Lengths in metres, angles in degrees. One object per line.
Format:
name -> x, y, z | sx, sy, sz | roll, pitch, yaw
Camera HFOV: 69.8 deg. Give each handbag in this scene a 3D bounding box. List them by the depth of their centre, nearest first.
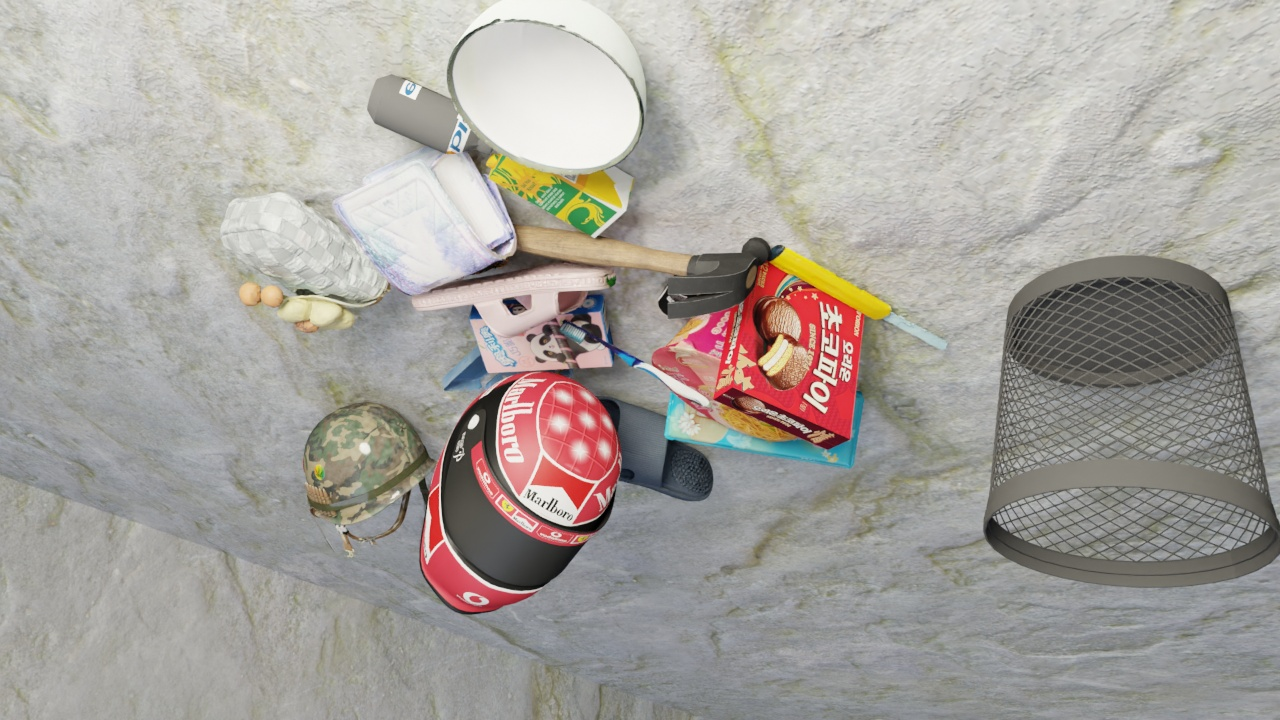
handbag -> -0.208, -0.136, 0.897 | 0.159, 0.069, 0.126 | -13, 120, 39
handbag -> -0.376, -0.100, 1.000 | 0.113, 0.123, 0.171 | 3, 155, 31

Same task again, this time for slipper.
slipper -> -0.131, -0.061, 0.971 | 0.240, 0.094, 0.064 | -4, 104, 24
slipper -> 0.021, 0.123, 1.247 | 0.263, 0.101, 0.083 | 30, 148, -33

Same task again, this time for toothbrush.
toothbrush -> -0.006, 0.006, 1.003 | 0.189, 0.017, 0.016 | 29, 164, 5

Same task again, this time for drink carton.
drink carton -> -0.074, -0.168, 0.836 | 0.122, 0.041, 0.058 | 26, 149, -23

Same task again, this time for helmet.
helmet -> -0.129, 0.135, 1.067 | 0.197, 0.270, 0.225 | 32, 129, -22
helmet -> -0.423, 0.183, 1.434 | 0.225, 0.192, 0.236 | -20, 106, 35

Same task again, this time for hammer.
hammer -> -0.040, -0.103, 0.885 | 0.306, 0.132, 0.040 | 12, 122, 21

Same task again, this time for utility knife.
utility knife -> 0.221, -0.059, 0.922 | 0.227, 0.019, 0.031 | 29, 153, -16

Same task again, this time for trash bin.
trash bin -> 0.424, 0.054, 0.816 | 0.218, 0.226, 0.218 | 11, 151, 6

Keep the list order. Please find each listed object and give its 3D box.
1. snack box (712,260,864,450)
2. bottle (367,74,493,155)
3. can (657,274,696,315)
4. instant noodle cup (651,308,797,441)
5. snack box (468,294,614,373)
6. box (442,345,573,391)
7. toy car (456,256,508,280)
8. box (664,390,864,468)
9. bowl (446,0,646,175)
snack box -> 0.149, -0.008, 0.903 | 0.132, 0.151, 0.036 | 24, 150, -17
bottle -> -0.181, -0.210, 0.802 | 0.112, 0.046, 0.047 | 22, 150, -13
can -> 0.045, -0.076, 0.953 | 0.031, 0.031, 0.081 | 19, 151, -10
instant noodle cup -> 0.107, 0.008, 0.992 | 0.179, 0.077, 0.179 | 26, 160, 10
snack box -> -0.112, -0.029, 1.056 | 0.154, 0.033, 0.088 | -3, 134, 8
box -> -0.173, 0.013, 1.196 | 0.122, 0.047, 0.210 | 27, 149, -21
toy car -> -0.198, -0.115, 0.974 | 0.112, 0.047, 0.047 | 21, 151, -9
box -> 0.153, 0.065, 1.138 | 0.227, 0.097, 0.117 | 9, -175, 9
bowl -> -0.066, -0.221, 0.707 | 0.153, 0.072, 0.154 | 10, 151, 5
